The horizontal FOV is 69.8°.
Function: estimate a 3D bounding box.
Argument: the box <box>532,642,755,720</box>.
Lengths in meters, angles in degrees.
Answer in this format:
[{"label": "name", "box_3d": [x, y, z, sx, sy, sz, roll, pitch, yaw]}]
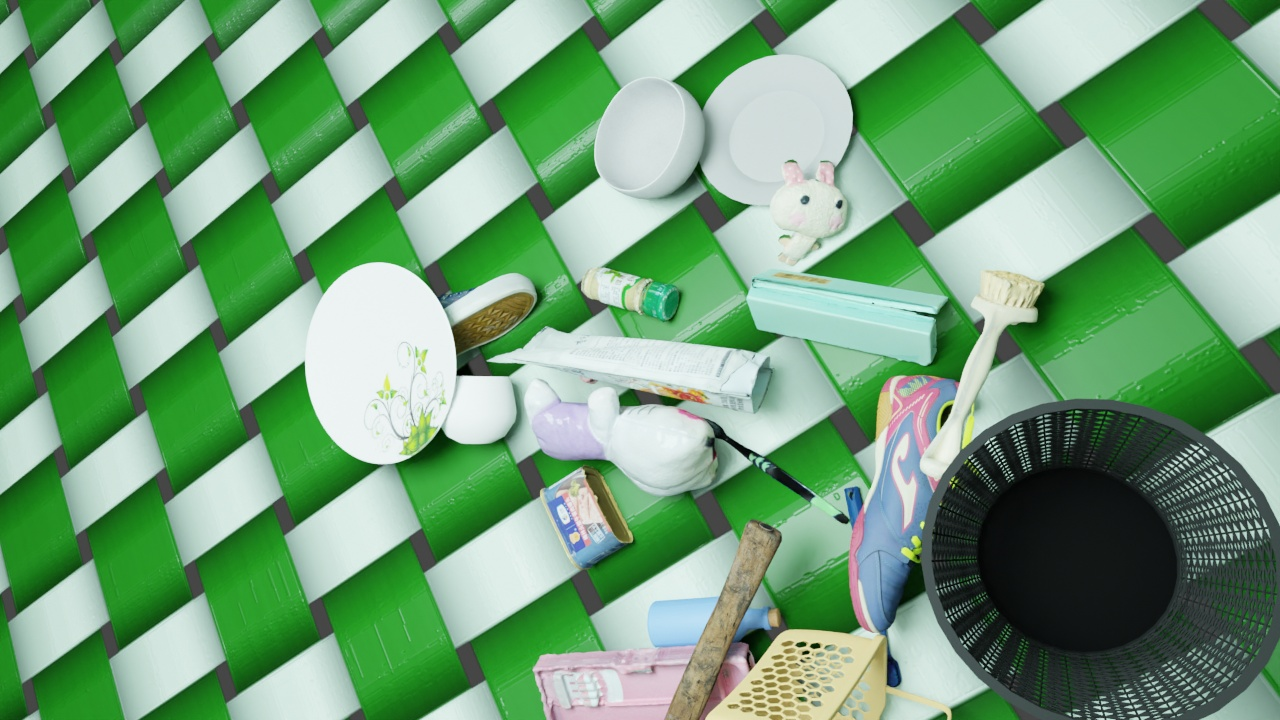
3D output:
[{"label": "box", "box_3d": [0.014, 0.372, 0.922, 0.233, 0.055, 0.180, -9, 92, 20]}]

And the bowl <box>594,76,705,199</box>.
[{"label": "bowl", "box_3d": [0.018, -0.243, 1.026, 0.132, 0.064, 0.131, -9, 76, 40]}]

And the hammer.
[{"label": "hammer", "box_3d": [0.062, 0.302, 0.856, 0.120, 0.033, 0.331, 24, 103, 11]}]

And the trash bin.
[{"label": "trash bin", "box_3d": [0.344, 0.156, 0.715, 0.217, 0.243, 0.216, -5, 77, 22]}]

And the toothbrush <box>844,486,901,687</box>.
[{"label": "toothbrush", "box_3d": [0.222, 0.215, 0.880, 0.016, 0.017, 0.189, -14, 74, 19]}]

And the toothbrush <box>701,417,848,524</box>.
[{"label": "toothbrush", "box_3d": [0.132, 0.111, 0.940, 0.188, 0.017, 0.014, 34, 92, 24]}]

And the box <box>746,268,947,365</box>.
[{"label": "box", "box_3d": [0.207, -0.063, 0.917, 0.189, 0.077, 0.079, 13, 68, 26]}]

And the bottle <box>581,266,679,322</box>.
[{"label": "bottle", "box_3d": [-0.012, -0.076, 1.025, 0.110, 0.042, 0.042, 18, 87, 26]}]

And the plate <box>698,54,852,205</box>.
[{"label": "plate", "box_3d": [0.146, -0.249, 1.005, 0.173, 0.019, 0.172, -5, 78, 22]}]

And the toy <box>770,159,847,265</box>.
[{"label": "toy", "box_3d": [0.173, -0.154, 0.947, 0.050, 0.087, 0.112, -162, 79, -67]}]

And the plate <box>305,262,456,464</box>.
[{"label": "plate", "box_3d": [-0.294, 0.003, 1.057, 0.230, 0.030, 0.229, 1, 92, 28]}]

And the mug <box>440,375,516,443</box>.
[{"label": "mug", "box_3d": [-0.200, 0.056, 1.055, 0.124, 0.090, 0.076, 0, 89, 41]}]

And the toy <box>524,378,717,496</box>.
[{"label": "toy", "box_3d": [-0.019, 0.080, 0.943, 0.209, 0.138, 0.085, 12, 69, 25]}]

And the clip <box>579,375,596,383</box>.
[{"label": "clip", "box_3d": [-0.043, 0.011, 1.024, 0.058, 0.035, 0.022, -22, 75, 22]}]

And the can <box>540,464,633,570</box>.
[{"label": "can", "box_3d": [-0.058, 0.167, 0.988, 0.059, 0.054, 0.099, -34, 69, 12]}]

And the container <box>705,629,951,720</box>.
[{"label": "container", "box_3d": [0.163, 0.328, 0.780, 0.167, 0.182, 0.129, 6, 108, 33]}]

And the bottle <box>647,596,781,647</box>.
[{"label": "bottle", "box_3d": [0.075, 0.260, 0.916, 0.131, 0.048, 0.048, -10, 76, 21]}]

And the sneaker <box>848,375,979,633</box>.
[{"label": "sneaker", "box_3d": [0.250, 0.128, 0.831, 0.091, 0.116, 0.241, 4, 75, 33]}]

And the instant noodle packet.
[{"label": "instant noodle packet", "box_3d": [-0.006, 0.006, 0.946, 0.269, 0.146, 0.057, 8, 105, 18]}]

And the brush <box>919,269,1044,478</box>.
[{"label": "brush", "box_3d": [0.291, 0.004, 0.788, 0.062, 0.077, 0.271, 7, 41, 33]}]

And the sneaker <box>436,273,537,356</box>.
[{"label": "sneaker", "box_3d": [-0.232, -0.051, 1.091, 0.236, 0.087, 0.079, -29, 66, 19]}]
